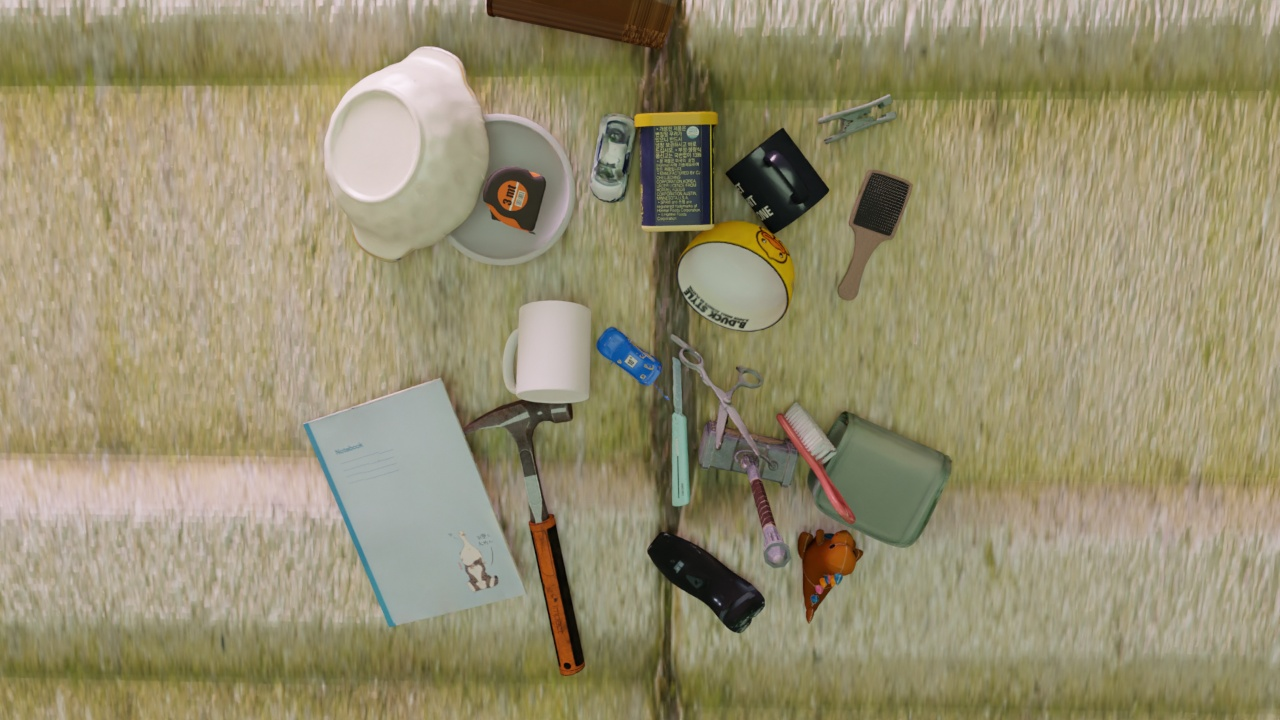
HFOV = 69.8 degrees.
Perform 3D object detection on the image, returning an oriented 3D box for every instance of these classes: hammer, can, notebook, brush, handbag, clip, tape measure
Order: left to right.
[{"bbox_3d":[-0.247,0.161,1.000,0.181,0.009,0.253,-18,99,18],"label":"notebook"},{"bbox_3d":[-0.125,-0.160,0.899,0.058,0.038,0.058,14,101,-13],"label":"tape measure"},{"bbox_3d":[-0.117,0.199,1.007,0.138,0.035,0.314,-10,100,5],"label":"hammer"},{"bbox_3d":[0.035,-0.182,0.884,0.075,0.135,0.104,-1,102,2],"label":"can"},{"bbox_3d":[0.108,0.121,0.837,0.098,0.321,0.044,13,100,0],"label":"hammer"},{"bbox_3d":[0.181,0.098,0.912,0.030,0.172,0.041,-44,120,13],"label":"brush"},{"bbox_3d":[0.217,-0.242,0.922,0.076,0.023,0.042,-19,97,4],"label":"clip"},{"bbox_3d":[0.235,-0.126,0.945,0.050,0.015,0.136,19,100,-2],"label":"brush"},{"bbox_3d":[0.247,0.123,0.961,0.122,0.067,0.106,24,101,-2],"label":"handbag"}]

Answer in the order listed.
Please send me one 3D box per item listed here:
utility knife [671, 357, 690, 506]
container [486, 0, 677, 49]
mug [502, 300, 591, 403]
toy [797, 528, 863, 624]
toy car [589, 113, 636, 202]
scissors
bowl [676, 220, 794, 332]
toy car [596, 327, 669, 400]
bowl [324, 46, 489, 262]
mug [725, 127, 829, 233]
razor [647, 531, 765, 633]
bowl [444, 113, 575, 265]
[{"bbox_3d":[0.042,0.078,0.990,0.022,0.015,0.166,4,100,34],"label":"utility knife"},{"bbox_3d":[-0.046,-0.367,0.864,0.167,0.132,0.132,15,100,-6],"label":"container"},{"bbox_3d":[-0.102,-0.005,0.947,0.111,0.073,0.090,-10,73,40],"label":"mug"},{"bbox_3d":[0.197,0.228,0.966,0.070,0.090,0.103,18,79,-1],"label":"toy"},{"bbox_3d":[-0.028,-0.206,0.936,0.039,0.027,0.090,9,100,-1],"label":"toy car"},{"bbox_3d":[0.074,0.032,0.930,0.158,0.141,0.014,35,128,13],"label":"scissors"},{"bbox_3d":[0.101,-0.093,0.920,0.117,0.067,0.117,18,142,15],"label":"bowl"},{"bbox_3d":[-0.006,0.006,0.954,0.092,0.062,0.033,37,99,-4],"label":"toy car"},{"bbox_3d":[-0.244,-0.205,0.898,0.188,0.060,0.219,25,101,20],"label":"bowl"},{"bbox_3d":[0.136,-0.176,0.894,0.071,0.105,0.077,-38,96,2],"label":"mug"},{"bbox_3d":[0.069,0.239,0.991,0.140,0.063,0.053,36,98,-5],"label":"razor"},{"bbox_3d":[-0.139,-0.173,0.938,0.149,0.043,0.149,1,100,3],"label":"bowl"}]
